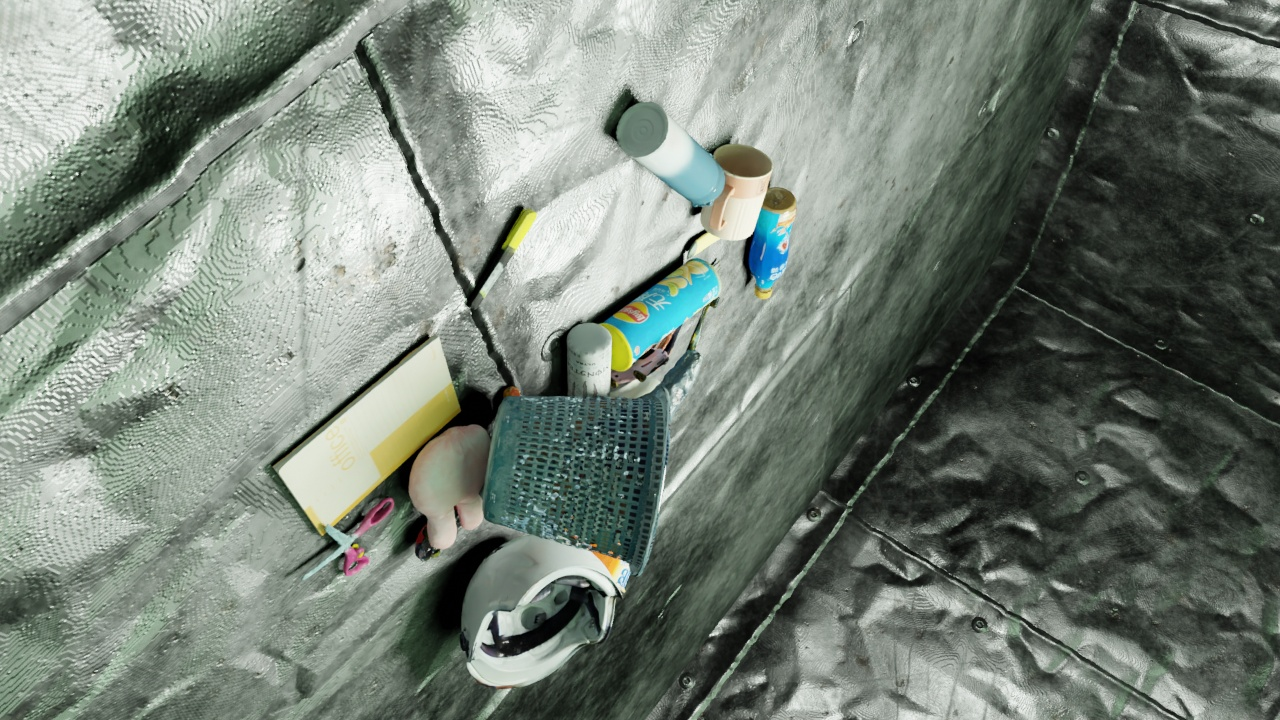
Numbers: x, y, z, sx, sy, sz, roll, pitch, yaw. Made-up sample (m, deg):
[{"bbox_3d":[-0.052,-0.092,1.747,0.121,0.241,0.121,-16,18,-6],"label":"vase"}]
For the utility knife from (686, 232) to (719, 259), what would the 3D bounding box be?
[{"bbox_3d":[0.116,-0.188,1.370,0.162,0.018,0.031,-31,150,-42],"label":"utility knife"}]

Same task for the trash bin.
[{"bbox_3d":[-0.080,0.128,1.087,0.226,0.195,0.226,-173,-88,-85],"label":"trash bin"}]

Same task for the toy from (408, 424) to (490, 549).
[{"bbox_3d":[-0.223,0.148,1.086,0.121,0.054,0.160,-31,135,-46],"label":"toy"}]

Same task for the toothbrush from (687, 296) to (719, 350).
[{"bbox_3d":[0.092,-0.029,1.524,0.012,0.017,0.186,-32,147,-57],"label":"toothbrush"}]

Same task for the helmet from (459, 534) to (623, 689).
[{"bbox_3d":[-0.162,0.346,1.332,0.228,0.145,0.259,-1,134,-30],"label":"helmet"}]

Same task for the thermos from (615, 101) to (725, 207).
[{"bbox_3d":[0.044,-0.244,1.106,0.070,0.070,0.220,-60,157,7],"label":"thermos"}]

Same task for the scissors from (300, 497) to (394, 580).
[{"bbox_3d":[-0.319,0.199,1.018,0.135,0.017,0.133,-49,159,-20],"label":"scissors"}]

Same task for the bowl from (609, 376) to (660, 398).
[{"bbox_3d":[-0.015,0.061,1.345,0.116,0.117,0.066,-39,108,-35],"label":"bowl"}]

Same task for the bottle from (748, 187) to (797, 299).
[{"bbox_3d":[0.210,-0.183,1.499,0.065,0.065,0.219,-43,154,-28],"label":"bottle"}]

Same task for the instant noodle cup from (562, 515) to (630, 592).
[{"bbox_3d":[-0.064,0.287,1.475,0.111,0.151,0.151,-60,158,-13],"label":"instant noodle cup"}]

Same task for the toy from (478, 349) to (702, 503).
[{"bbox_3d":[-0.049,0.117,1.240,0.356,0.091,0.138,-34,127,-5],"label":"toy"}]

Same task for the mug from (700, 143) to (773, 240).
[{"bbox_3d":[0.124,-0.221,1.251,0.106,0.082,0.114,101,16,-44],"label":"mug"}]

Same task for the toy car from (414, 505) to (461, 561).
[{"bbox_3d":[-0.246,0.206,1.150,0.106,0.031,0.049,-48,154,-39],"label":"toy car"}]

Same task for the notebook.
[{"bbox_3d":[-0.276,0.079,0.961,0.205,0.010,0.146,-44,155,-26],"label":"notebook"}]

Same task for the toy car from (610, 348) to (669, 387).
[{"bbox_3d":[-0.008,0.008,1.295,0.056,0.037,0.123,-36,-169,-33],"label":"toy car"}]

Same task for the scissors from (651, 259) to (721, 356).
[{"bbox_3d":[0.062,-0.063,1.428,0.205,0.015,0.194,-31,145,-44],"label":"scissors"}]

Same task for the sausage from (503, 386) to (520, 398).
[{"bbox_3d":[-0.159,0.085,1.179,0.021,0.021,0.165,-42,152,-30],"label":"sausage"}]

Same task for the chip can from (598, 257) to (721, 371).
[{"bbox_3d":[0.025,-0.067,1.279,0.209,0.071,0.071,-38,150,-36],"label":"chip can"}]

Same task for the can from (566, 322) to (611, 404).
[{"bbox_3d":[-0.069,0.019,1.224,0.058,0.058,0.147,-41,152,-33],"label":"can"}]

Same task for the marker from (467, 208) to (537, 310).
[{"bbox_3d":[-0.148,-0.107,0.971,0.124,0.015,0.018,-57,156,7],"label":"marker"}]
